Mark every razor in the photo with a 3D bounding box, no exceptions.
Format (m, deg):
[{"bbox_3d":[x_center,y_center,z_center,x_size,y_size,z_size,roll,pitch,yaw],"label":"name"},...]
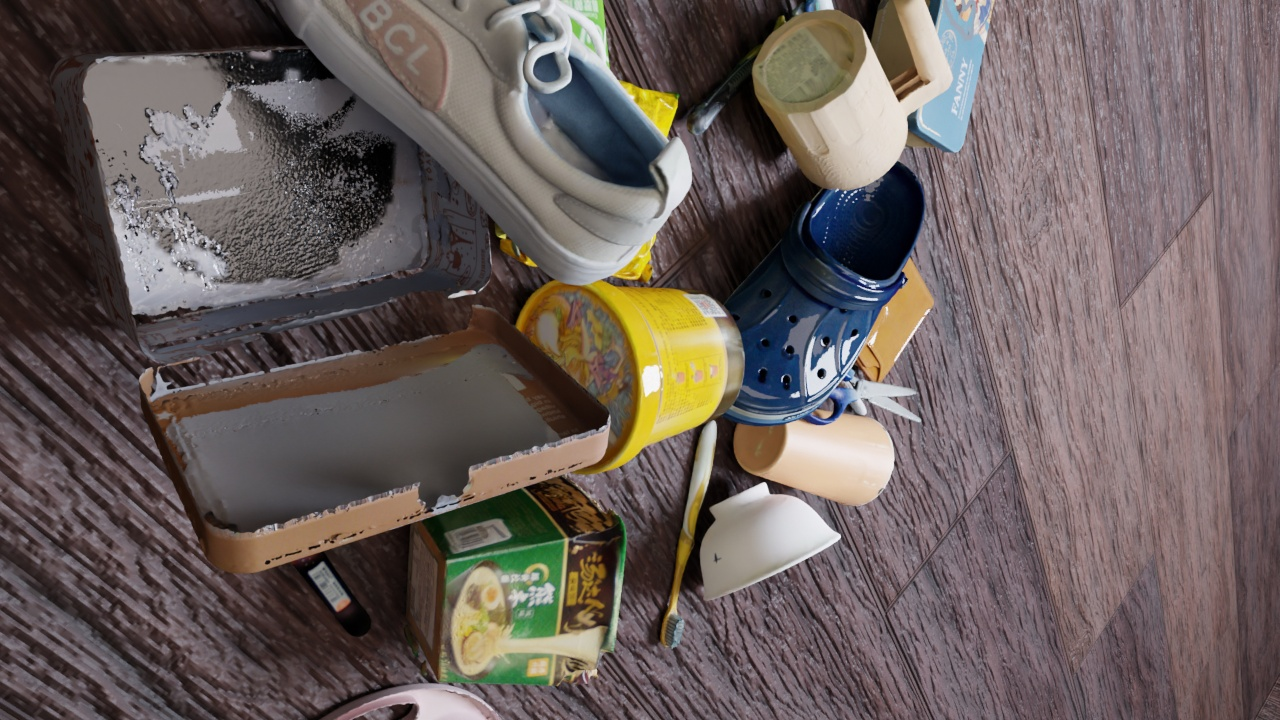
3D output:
[{"bbox_3d":[0.077,-0.203,0.642,0.142,0.022,0.043,-45,144,-20],"label":"razor"}]

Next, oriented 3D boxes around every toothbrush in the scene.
[{"bbox_3d":[0.040,0.140,0.725,0.016,0.018,0.191,3,102,-42],"label":"toothbrush"},{"bbox_3d":[0.152,-0.002,0.775,0.016,0.016,0.180,-48,129,-7],"label":"toothbrush"}]

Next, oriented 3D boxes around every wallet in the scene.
[{"bbox_3d":[0.199,-0.055,0.788,0.107,0.031,0.132,-54,129,-15],"label":"wallet"}]

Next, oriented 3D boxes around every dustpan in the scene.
[{"bbox_3d":[-0.169,0.350,0.629,0.222,0.139,0.274,-21,145,-35],"label":"dustpan"}]

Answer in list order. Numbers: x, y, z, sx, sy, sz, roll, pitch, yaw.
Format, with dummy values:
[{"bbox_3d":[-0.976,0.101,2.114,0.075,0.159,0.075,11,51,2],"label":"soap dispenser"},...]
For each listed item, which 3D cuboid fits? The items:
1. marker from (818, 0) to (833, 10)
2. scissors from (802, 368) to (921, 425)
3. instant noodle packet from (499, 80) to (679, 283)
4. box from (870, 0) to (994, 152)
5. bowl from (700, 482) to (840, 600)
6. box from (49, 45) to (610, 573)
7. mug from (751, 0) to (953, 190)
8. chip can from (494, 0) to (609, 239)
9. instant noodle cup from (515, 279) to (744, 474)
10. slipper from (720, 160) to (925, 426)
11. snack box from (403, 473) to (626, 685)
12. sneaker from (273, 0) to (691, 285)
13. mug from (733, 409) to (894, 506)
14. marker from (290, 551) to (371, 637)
[{"bbox_3d":[0.142,-0.238,0.685,0.131,0.018,0.022,62,31,-35],"label":"marker"},{"bbox_3d":[0.176,0.014,0.758,0.170,0.012,0.141,-26,90,-45],"label":"scissors"},{"bbox_3d":[-0.030,-0.118,0.566,0.110,0.044,0.128,4,99,-39],"label":"instant noodle packet"},{"bbox_3d":[0.225,-0.248,0.715,0.089,0.059,0.184,5,95,-47],"label":"box"},{"bbox_3d":[0.090,0.135,0.725,0.118,0.119,0.064,-18,78,-35],"label":"bowl"},{"bbox_3d":[-0.136,-0.056,0.407,0.179,0.227,0.157,-15,129,-34],"label":"box"},{"bbox_3d":[0.149,-0.189,0.632,0.125,0.084,0.103,-32,150,16],"label":"mug"},{"bbox_3d":[-0.052,-0.175,0.480,0.072,0.073,0.221,-9,95,-38],"label":"chip can"},{"bbox_3d":[-0.003,0.003,0.585,0.114,0.119,0.118,-10,110,-45],"label":"instant noodle cup"},{"bbox_3d":[0.139,-0.056,0.675,0.105,0.095,0.252,38,71,3],"label":"slipper"},{"bbox_3d":[-0.084,0.133,0.566,0.105,0.118,0.117,-1,105,-29],"label":"snack box"},{"bbox_3d":[-0.071,-0.143,0.382,0.242,0.091,0.089,49,54,-7],"label":"sneaker"},{"bbox_3d":[0.139,0.072,0.752,0.122,0.078,0.078,17,93,-36],"label":"mug"},{"bbox_3d":[-0.189,0.119,0.533,0.018,0.015,0.124,-37,127,-23],"label":"marker"}]
